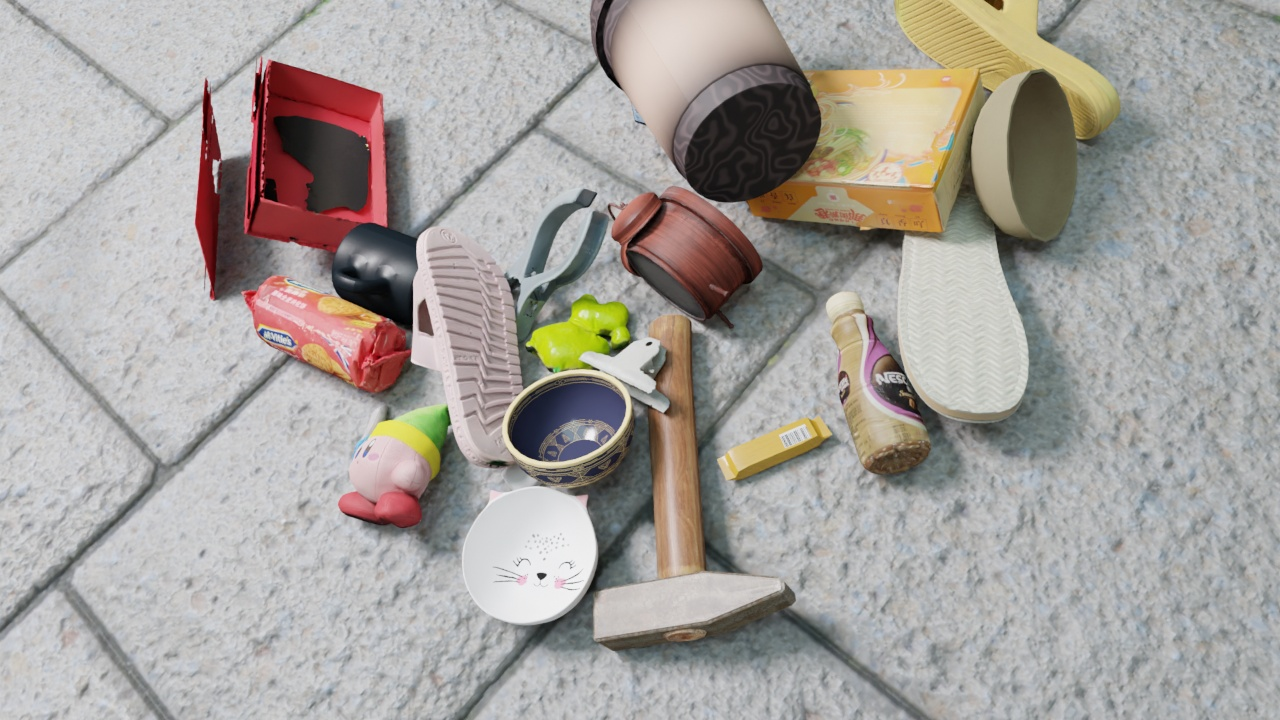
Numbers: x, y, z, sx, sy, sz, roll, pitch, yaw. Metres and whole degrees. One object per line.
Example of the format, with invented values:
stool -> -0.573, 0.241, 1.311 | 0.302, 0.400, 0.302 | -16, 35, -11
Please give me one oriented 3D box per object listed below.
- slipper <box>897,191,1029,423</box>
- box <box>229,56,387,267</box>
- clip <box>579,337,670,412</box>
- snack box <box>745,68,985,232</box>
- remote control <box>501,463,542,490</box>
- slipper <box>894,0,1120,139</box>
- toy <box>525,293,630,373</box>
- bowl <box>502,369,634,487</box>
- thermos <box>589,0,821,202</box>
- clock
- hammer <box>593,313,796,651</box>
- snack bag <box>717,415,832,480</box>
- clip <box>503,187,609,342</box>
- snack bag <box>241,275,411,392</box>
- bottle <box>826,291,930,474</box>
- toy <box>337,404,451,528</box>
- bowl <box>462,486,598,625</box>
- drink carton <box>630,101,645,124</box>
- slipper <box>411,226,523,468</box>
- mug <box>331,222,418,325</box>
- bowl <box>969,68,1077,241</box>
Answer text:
slipper -> 0.285, -0.050, 0.820 | 0.115, 0.052, 0.262 | 2, 52, 8
box -> -0.320, -0.277, 0.898 | 0.197, 0.353, 0.216 | 7, 54, -28
clip -> -0.007, 0.004, 0.818 | 0.102, 0.056, 0.056 | 25, 103, 45
snack box -> 0.212, -0.198, 0.879 | 0.195, 0.080, 0.144 | 11, 63, 33
remote control -> -0.069, 0.073, 0.842 | 0.130, 0.012, 0.033 | -40, 62, -11
slipper -> 0.372, -0.323, 0.919 | 0.078, 0.099, 0.263 | -44, 67, -2
toy -> -0.058, -0.023, 0.879 | 0.094, 0.036, 0.093 | 12, 60, 9
bowl -> -0.057, 0.068, 0.796 | 0.112, 0.061, 0.112 | -8, 42, 7
thermos -> 0.061, -0.270, 0.853 | 0.172, 0.173, 0.226 | -22, 55, -1
clock -> 0.034, -0.103, 0.858 | 0.158, 0.120, 0.072 | 38, 82, 17
hammer -> 0.036, 0.086, 0.790 | 0.158, 0.037, 0.300 | -15, 56, 19
snack bag -> 0.117, 0.077, 0.800 | 0.099, 0.020, 0.026 | -24, 55, -2
clip -> -0.083, -0.081, 0.870 | 0.163, 0.028, 0.112 | -45, 54, 32
snack bag -> -0.308, -0.025, 0.906 | 0.176, 0.082, 0.082 | 22, 68, 21
bottle -> 0.198, 0.014, 0.796 | 0.059, 0.060, 0.165 | -13, 59, 3
toy -> -0.213, 0.088, 0.840 | 0.124, 0.096, 0.131 | -11, 61, 51
bowl -> -0.088, 0.169, 0.772 | 0.115, 0.051, 0.114 | -5, 62, 8
drink carton -> 0.060, -0.275, 0.987 | 0.130, 0.040, 0.064 | 21, 68, 20
slipper -> -0.164, -0.009, 0.857 | 0.065, 0.094, 0.239 | -29, 67, 38
mug -> -0.250, -0.081, 0.901 | 0.094, 0.121, 0.085 | 21, 107, 20
bowl -> 0.343, -0.183, 0.836 | 0.051, 0.152, 0.152 | 3, 58, 46
